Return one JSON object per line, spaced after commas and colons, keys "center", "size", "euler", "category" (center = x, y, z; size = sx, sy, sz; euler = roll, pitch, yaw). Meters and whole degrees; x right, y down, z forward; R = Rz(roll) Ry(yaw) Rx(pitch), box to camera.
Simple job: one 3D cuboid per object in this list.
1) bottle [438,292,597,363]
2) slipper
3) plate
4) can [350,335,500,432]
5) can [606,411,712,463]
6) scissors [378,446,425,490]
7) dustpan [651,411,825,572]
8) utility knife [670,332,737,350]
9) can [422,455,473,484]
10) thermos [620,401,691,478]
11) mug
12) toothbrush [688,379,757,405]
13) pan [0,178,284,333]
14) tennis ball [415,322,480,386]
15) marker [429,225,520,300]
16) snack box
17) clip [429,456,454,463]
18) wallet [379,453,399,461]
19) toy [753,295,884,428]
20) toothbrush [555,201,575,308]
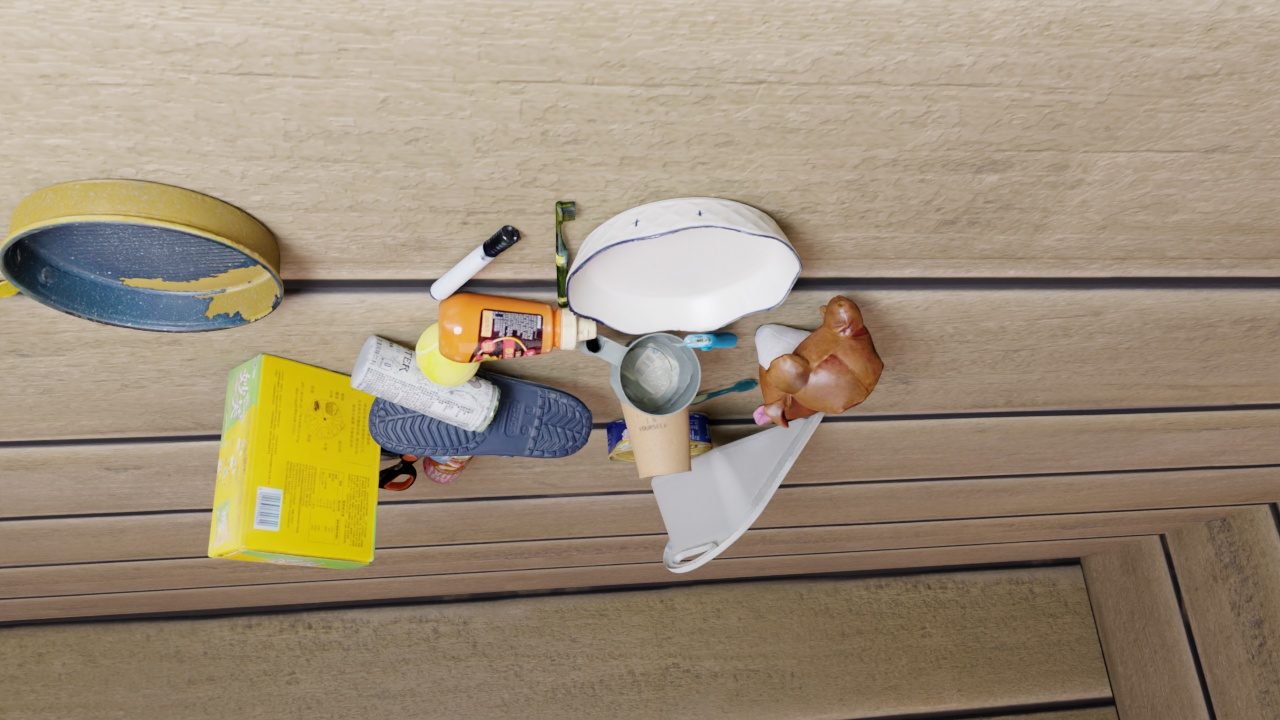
{"center": [-0.115, -0.030, 0.868], "size": [0.149, 0.066, 0.067], "euler": [0, 159, -10], "category": "bottle"}
{"center": [-0.183, 0.059, 1.064], "size": [0.252, 0.105, 0.095], "euler": [5, 180, -16], "category": "slipper"}
{"center": [0.036, -0.081, 0.804], "size": [0.205, 0.045, 0.205], "euler": [-3, 159, -1], "category": "plate"}
{"center": [-0.224, 0.026, 0.961], "size": [0.146, 0.058, 0.058], "euler": [24, 148, -25], "category": "can"}
{"center": [0.026, 0.109, 1.290], "size": [0.148, 0.049, 0.075], "euler": [-7, 159, 6], "category": "can"}
{"center": [-0.310, 0.121, 1.177], "size": [0.220, 0.021, 0.233], "euler": [8, 149, -12], "category": "scissors"}
{"center": [0.132, 0.191, 1.296], "size": [0.257, 0.142, 0.223], "euler": [-13, 168, -37], "category": "dustpan"}
{"center": [0.062, -0.019, 0.903], "size": [0.034, 0.018, 0.223], "euler": [-2, -179, 16], "category": "utility knife"}
{"center": [-0.261, 0.126, 1.263], "size": [0.057, 0.057, 0.148], "euler": [4, 157, -21], "category": "can"}
{"center": [0.018, 0.060, 1.051], "size": [0.093, 0.143, 0.093], "euler": [-8, 172, -1], "category": "thermos"}
{"center": [-0.006, 0.006, 0.954], "size": [0.124, 0.083, 0.103], "euler": [26, 176, -7], "category": "mug"}
{"center": [0.069, 0.054, 1.205], "size": [0.192, 0.016, 0.018], "euler": [-18, 166, 30], "category": "toothbrush"}
{"center": [-0.465, -0.055, 0.715], "size": [0.357, 0.078, 0.198], "euler": [-4, 159, -3], "category": "pan"}
{"center": [-0.191, -0.007, 0.917], "size": [0.065, 0.065, 0.065], "euler": [-4, 159, -2], "category": "tennis ball"}
{"center": [-0.146, -0.082, 0.797], "size": [0.022, 0.018, 0.131], "euler": [1, 160, -41], "category": "marker"}
{"center": [-0.367, 0.114, 0.995], "size": [0.070, 0.209, 0.157], "euler": [-19, 154, 36], "category": "snack box"}
{"center": [-0.231, 0.109, 1.121], "size": [0.058, 0.036, 0.025], "euler": [-25, 136, 29], "category": "clip"}
{"center": [-0.353, 0.099, 1.204], "size": [0.130, 0.037, 0.107], "euler": [-6, 148, 5], "category": "wallet"}
{"center": [0.172, 0.007, 0.968], "size": [0.140, 0.130, 0.200], "euler": [-43, 172, -6], "category": "toy"}
{"center": [-0.066, -0.089, 0.806], "size": [0.017, 0.012, 0.186], "euler": [-13, 160, -9], "category": "toothbrush"}
